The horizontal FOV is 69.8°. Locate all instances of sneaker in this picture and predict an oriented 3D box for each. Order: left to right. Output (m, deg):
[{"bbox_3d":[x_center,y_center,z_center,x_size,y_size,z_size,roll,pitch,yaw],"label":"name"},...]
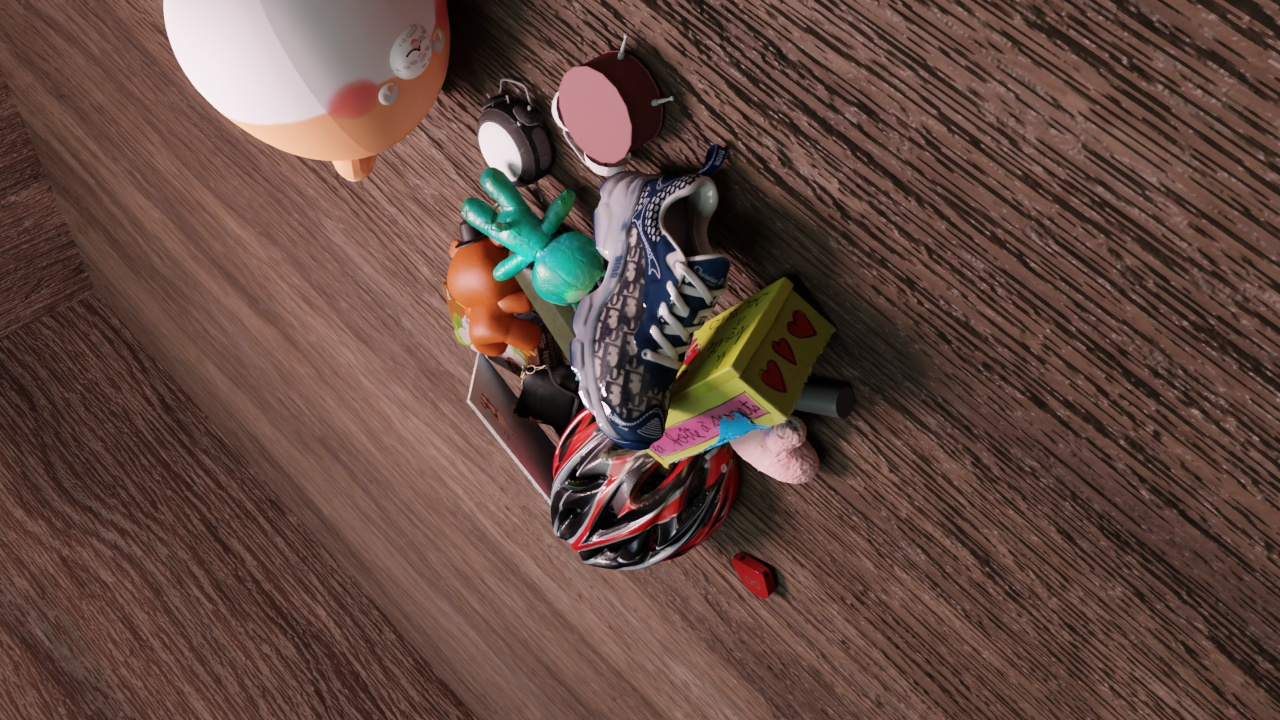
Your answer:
[{"bbox_3d":[0.023,-0.057,0.809,0.103,0.269,0.133,19,160,-39],"label":"sneaker"}]

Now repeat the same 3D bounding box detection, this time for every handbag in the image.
[{"bbox_3d":[-0.122,0.046,1.181,0.079,0.054,0.129,8,143,-9],"label":"handbag"}]

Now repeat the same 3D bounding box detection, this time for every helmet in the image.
[{"bbox_3d":[-0.002,0.146,1.101,0.217,0.166,0.273,43,135,-1],"label":"helmet"}]

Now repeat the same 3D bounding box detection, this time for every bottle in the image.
[{"bbox_3d":[-0.101,-0.095,1.048,0.207,0.071,0.072,58,147,-9],"label":"bottle"},{"bbox_3d":[0.152,0.033,0.896,0.113,0.030,0.030,10,129,47],"label":"bottle"}]

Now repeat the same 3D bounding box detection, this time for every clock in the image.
[{"bbox_3d":[-0.138,-0.235,0.983,0.091,0.043,0.123,26,140,34],"label":"clock"},{"bbox_3d":[-0.033,-0.230,0.853,0.096,0.048,0.138,53,148,-2],"label":"clock"}]

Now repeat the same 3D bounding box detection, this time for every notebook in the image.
[{"bbox_3d":[-0.148,0.113,1.234,0.253,0.009,0.181,54,-173,-20],"label":"notebook"}]

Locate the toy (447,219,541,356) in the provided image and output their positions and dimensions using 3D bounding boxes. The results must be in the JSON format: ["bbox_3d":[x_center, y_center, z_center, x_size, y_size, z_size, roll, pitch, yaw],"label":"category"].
[{"bbox_3d":[-0.187,-0.089,1.135,0.112,0.096,0.176,-6,113,37],"label":"toy"}]

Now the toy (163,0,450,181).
[{"bbox_3d":[-0.315,-0.328,0.922,0.266,0.262,0.281,19,153,30],"label":"toy"}]

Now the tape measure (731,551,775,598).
[{"bbox_3d":[0.143,0.269,1.148,0.059,0.019,0.051,24,141,47],"label":"tape measure"}]

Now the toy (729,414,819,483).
[{"bbox_3d":[0.134,0.079,0.931,0.108,0.053,0.105,33,158,22],"label":"toy"}]

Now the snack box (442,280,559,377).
[{"bbox_3d":[-0.189,-0.040,1.246,0.186,0.031,0.101,27,140,33],"label":"snack box"}]

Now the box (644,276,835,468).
[{"bbox_3d":[0.076,0.018,0.883,0.080,0.124,0.222,39,151,-10],"label":"box"}]

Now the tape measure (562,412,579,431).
[{"bbox_3d":[-0.083,0.101,1.246,0.059,0.038,0.058,-10,114,54],"label":"tape measure"}]

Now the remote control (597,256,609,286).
[{"bbox_3d":[-0.010,-0.066,1.002,0.060,0.028,0.114,-8,115,53],"label":"remote control"}]

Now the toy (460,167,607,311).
[{"bbox_3d":[-0.106,-0.119,0.971,0.193,0.072,0.131,40,111,0],"label":"toy"}]

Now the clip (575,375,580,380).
[{"bbox_3d":[-0.010,0.014,1.022,0.120,0.027,0.103,14,143,-9],"label":"clip"}]
